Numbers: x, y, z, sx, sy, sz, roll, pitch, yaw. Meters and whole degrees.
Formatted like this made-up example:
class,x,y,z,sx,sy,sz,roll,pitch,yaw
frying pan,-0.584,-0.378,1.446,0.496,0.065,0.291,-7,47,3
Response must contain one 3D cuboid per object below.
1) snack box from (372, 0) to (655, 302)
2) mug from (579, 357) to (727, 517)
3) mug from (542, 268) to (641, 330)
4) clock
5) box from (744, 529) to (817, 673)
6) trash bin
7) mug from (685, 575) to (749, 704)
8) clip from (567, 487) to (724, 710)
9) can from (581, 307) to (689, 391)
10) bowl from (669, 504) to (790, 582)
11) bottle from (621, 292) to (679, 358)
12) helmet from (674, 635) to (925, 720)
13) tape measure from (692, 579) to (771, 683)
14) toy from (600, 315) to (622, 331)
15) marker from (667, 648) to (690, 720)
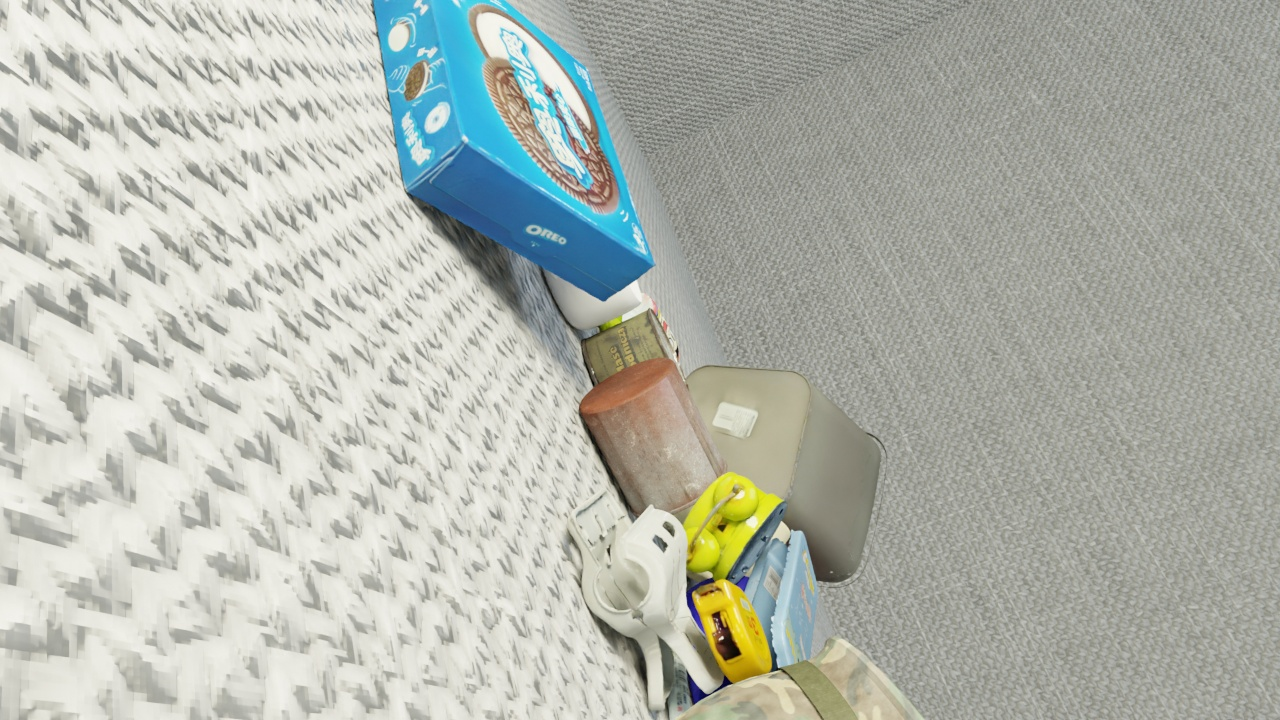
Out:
class,x,y,z,sx,sy,sz,roll,pitch,yaw
snack box,-0.095,-0.178,0.675,0.195,0.056,0.238,27,37,-48
mug,0.002,0.062,0.771,0.123,0.096,0.110,2,-63,59
mug,-0.049,-0.081,0.853,0.115,0.068,0.094,28,40,-77
clock,0.069,0.129,0.709,0.057,0.083,0.119,35,0,21
box,0.118,0.190,0.704,0.067,0.052,0.209,54,19,1
trash bin,0.143,0.122,1.022,0.220,0.198,0.197,44,57,-51
mug,0.063,0.222,0.727,0.111,0.079,0.083,35,24,-29
clip,0.013,0.150,0.606,0.150,0.089,0.125,57,10,5
can,-0.005,0.005,0.877,0.090,0.075,0.090,-24,89,-83
bowl,0.074,0.175,0.872,0.074,0.118,0.118,-63,148,-20
bottle,0.014,-0.015,1.107,0.062,0.062,0.137,-105,167,-45
helmet,0.106,0.232,0.377,0.193,0.236,0.224,91,-25,-74
tape measure,0.060,0.176,0.586,0.068,0.030,0.058,45,25,-60
toy,-0.024,-0.030,0.996,0.093,0.036,0.094,63,4,2
marker,0.028,0.246,0.612,0.146,0.017,0.017,-94,159,-66
